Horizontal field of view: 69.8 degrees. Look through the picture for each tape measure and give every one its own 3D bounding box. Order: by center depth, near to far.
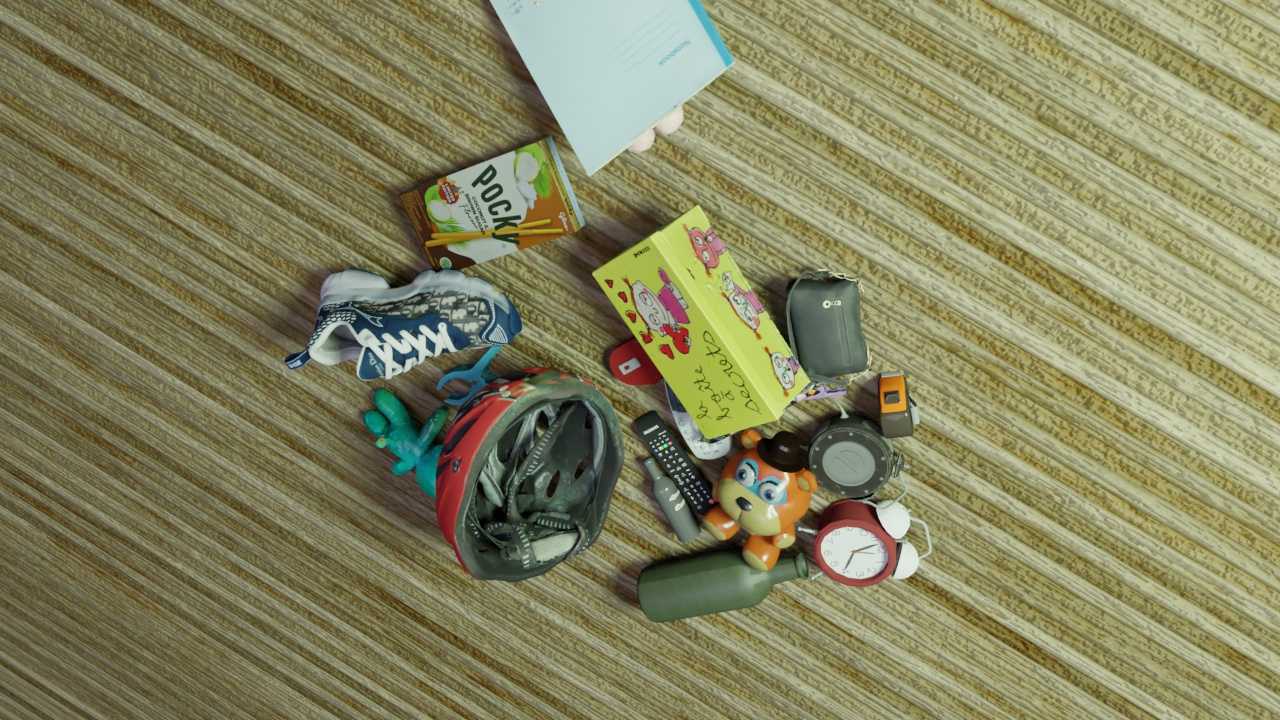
[{"bbox_3d":[0.268,0.050,0.951,0.038,0.058,0.058,-8,115,19],"label":"tape measure"},{"bbox_3d":[-0.006,0.006,1.043,0.051,0.019,0.059,-28,103,27],"label":"tape measure"}]

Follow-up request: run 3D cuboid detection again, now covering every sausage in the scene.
[{"bbox_3d":[0.128,0.057,0.997,0.155,0.020,0.020,-28,103,18],"label":"sausage"}]

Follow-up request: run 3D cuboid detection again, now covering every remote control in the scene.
[{"bbox_3d":[0.068,0.059,1.038,0.060,0.028,0.114,-11,110,22],"label":"remote control"},{"bbox_3d":[0.047,0.123,1.083,0.033,0.015,0.147,-30,102,28],"label":"remote control"}]

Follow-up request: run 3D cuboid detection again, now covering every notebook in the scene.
[{"bbox_3d":[-0.044,-0.330,0.860,0.181,0.009,0.253,-32,83,28],"label":"notebook"}]

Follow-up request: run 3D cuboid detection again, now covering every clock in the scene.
[{"bbox_3d":[0.233,0.105,0.995,0.123,0.043,0.091,40,121,-2],"label":"clock"},{"bbox_3d":[0.254,0.205,1.033,0.138,0.048,0.096,-9,111,23],"label":"clock"}]

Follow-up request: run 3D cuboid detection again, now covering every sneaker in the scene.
[{"bbox_3d":[-0.268,-0.027,1.036,0.270,0.132,0.103,4,138,19],"label":"sneaker"}]

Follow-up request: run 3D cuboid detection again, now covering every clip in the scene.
[{"bbox_3d":[0.200,0.033,0.992,0.045,0.014,0.051,38,117,-4],"label":"clip"},{"bbox_3d":[-0.198,0.012,1.109,0.120,0.027,0.103,-23,103,26],"label":"clip"}]

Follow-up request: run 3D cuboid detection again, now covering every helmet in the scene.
[{"bbox_3d":[-0.131,0.123,1.043,0.167,0.217,0.272,39,125,42],"label":"helmet"}]

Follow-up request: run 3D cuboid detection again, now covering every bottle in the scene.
[{"bbox_3d":[0.034,0.164,1.099,0.030,0.030,0.113,-22,106,26],"label":"bottle"},{"bbox_3d":[0.099,0.264,1.101,0.207,0.071,0.071,-17,108,25],"label":"bottle"}]

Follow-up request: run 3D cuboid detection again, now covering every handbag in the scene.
[{"bbox_3d":[0.194,-0.032,0.940,0.079,0.054,0.128,-8,109,18],"label":"handbag"}]

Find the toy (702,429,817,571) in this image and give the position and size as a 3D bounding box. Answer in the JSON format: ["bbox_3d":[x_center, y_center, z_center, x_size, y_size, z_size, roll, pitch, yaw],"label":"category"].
[{"bbox_3d":[0.135,0.149,1.020,0.112,0.096,0.176,35,119,26],"label":"toy"}]

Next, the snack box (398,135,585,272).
[{"bbox_3d":[-0.164,-0.166,1.007,0.186,0.031,0.101,-14,109,24],"label":"snack box"}]

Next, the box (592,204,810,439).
[{"bbox_3d":[0.063,-0.033,0.939,0.125,0.079,0.221,-19,106,54],"label":"box"}]

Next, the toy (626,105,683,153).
[{"bbox_3d":[-0.007,-0.260,0.899,0.109,0.053,0.105,-27,107,28],"label":"toy"}]

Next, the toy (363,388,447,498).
[{"bbox_3d":[-0.280,0.120,1.166,0.193,0.072,0.131,41,121,7],"label":"toy"}]
